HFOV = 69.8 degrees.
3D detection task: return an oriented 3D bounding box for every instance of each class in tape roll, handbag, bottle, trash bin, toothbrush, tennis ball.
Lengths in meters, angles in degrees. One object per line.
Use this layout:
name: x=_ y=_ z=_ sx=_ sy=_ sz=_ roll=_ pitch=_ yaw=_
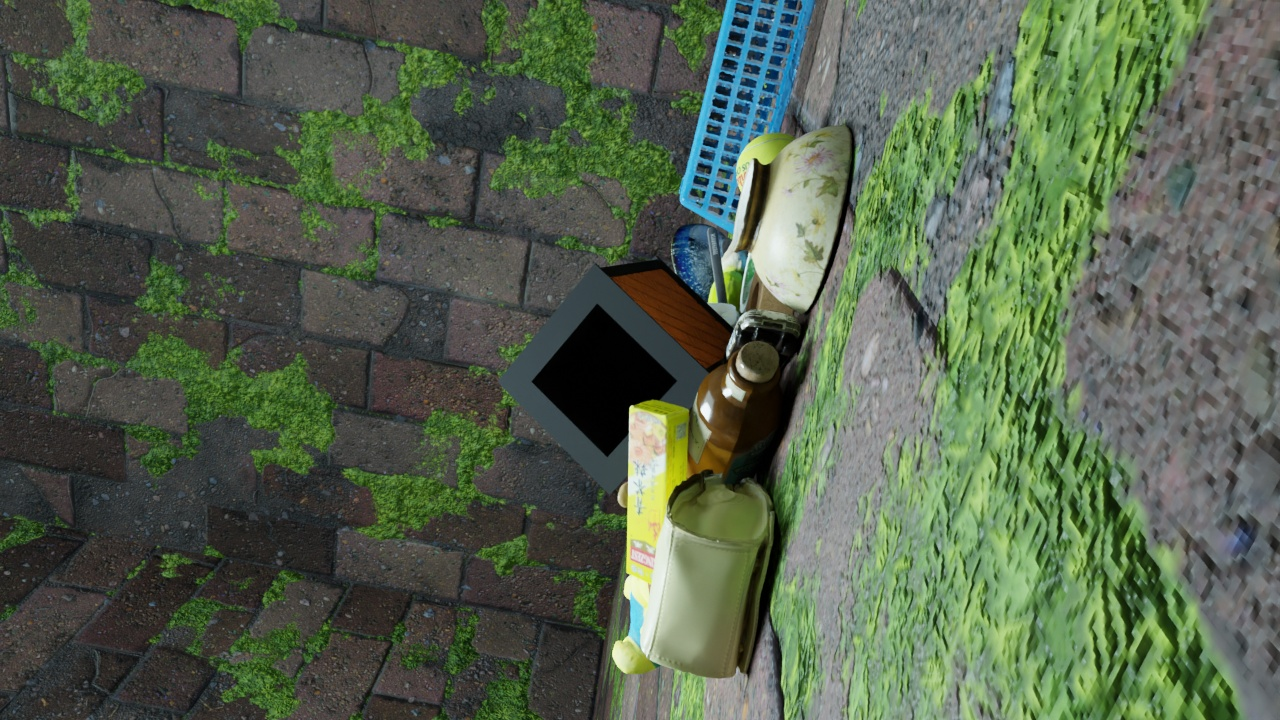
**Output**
tape roll: x=0.123 y=-0.094 z=0.956 sx=0.094 sy=0.018 sz=0.094 roll=-177 pitch=98 yaw=-89
handbag: x=0.051 y=0.150 z=0.673 sx=0.111 sy=0.081 sz=0.119 roll=-59 pitch=-20 yaw=-70
bottle: x=0.075 y=0.041 z=0.714 sx=0.157 sy=0.068 sz=0.067 roll=102 pitch=179 yaw=-55
tape roll: x=0.110 y=-0.044 z=0.791 sx=0.094 sy=0.027 sz=0.094 roll=179 pitch=102 yaw=-89
trash bin: x=-0.005 y=0.005 z=0.851 sx=0.140 sy=0.139 sz=0.171 roll=-48 pitch=-8 yaw=19
toothbrush: x=0.092 y=-0.068 z=1.037 sx=0.013 sy=0.013 sz=0.167 roll=-124 pitch=24 yaw=-80
tennis ball: x=0.114 y=-0.159 z=0.777 sx=0.065 sy=0.065 sz=0.065 roll=177 pitch=104 yaw=-89

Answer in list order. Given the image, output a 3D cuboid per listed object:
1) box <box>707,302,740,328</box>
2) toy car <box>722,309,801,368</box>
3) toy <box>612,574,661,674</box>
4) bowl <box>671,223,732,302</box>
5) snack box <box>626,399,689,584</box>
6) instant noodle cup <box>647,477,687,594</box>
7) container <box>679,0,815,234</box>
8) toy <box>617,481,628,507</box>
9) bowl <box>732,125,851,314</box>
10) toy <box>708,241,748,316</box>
box: x=0.069 y=-0.038 z=0.978 sx=0.107 sy=0.102 sz=0.095 roll=-81 pitch=4 yaw=-77
toy car: x=0.095 y=-0.014 z=0.729 sx=0.113 sy=0.048 sz=0.040 roll=104 pitch=177 yaw=-69
toy: x=0.029 y=0.222 z=0.949 sx=0.148 sy=0.084 sz=0.214 roll=-80 pitch=3 yaw=-56
bowl: x=0.097 y=-0.135 z=1.231 sx=0.114 sy=0.061 sz=0.114 roll=26 pitch=-124 yaw=-47
snack box: x=0.013 y=0.107 z=0.737 sx=0.028 sy=0.040 sz=0.148 roll=-14 pitch=-68 yaw=-46
instant noodle cup: x=0.041 y=0.157 z=0.806 sx=0.100 sy=0.100 sz=0.112 roll=103 pitch=171 yaw=-67
container: x=0.123 y=-0.332 z=1.042 sx=0.256 sy=0.089 sz=0.363 roll=-76 pitch=-1 yaw=-71
toy: x=0.039 y=0.145 z=1.092 sx=0.106 sy=0.134 sz=0.108 roll=58 pitch=175 yaw=3
bowl: x=0.107 y=-0.111 z=0.690 sx=0.145 sy=0.063 sz=0.145 roll=-176 pitch=98 yaw=-88
toy: x=0.107 y=-0.090 z=1.096 sx=0.092 sy=0.043 sz=0.117 roll=89 pitch=-165 yaw=-73
